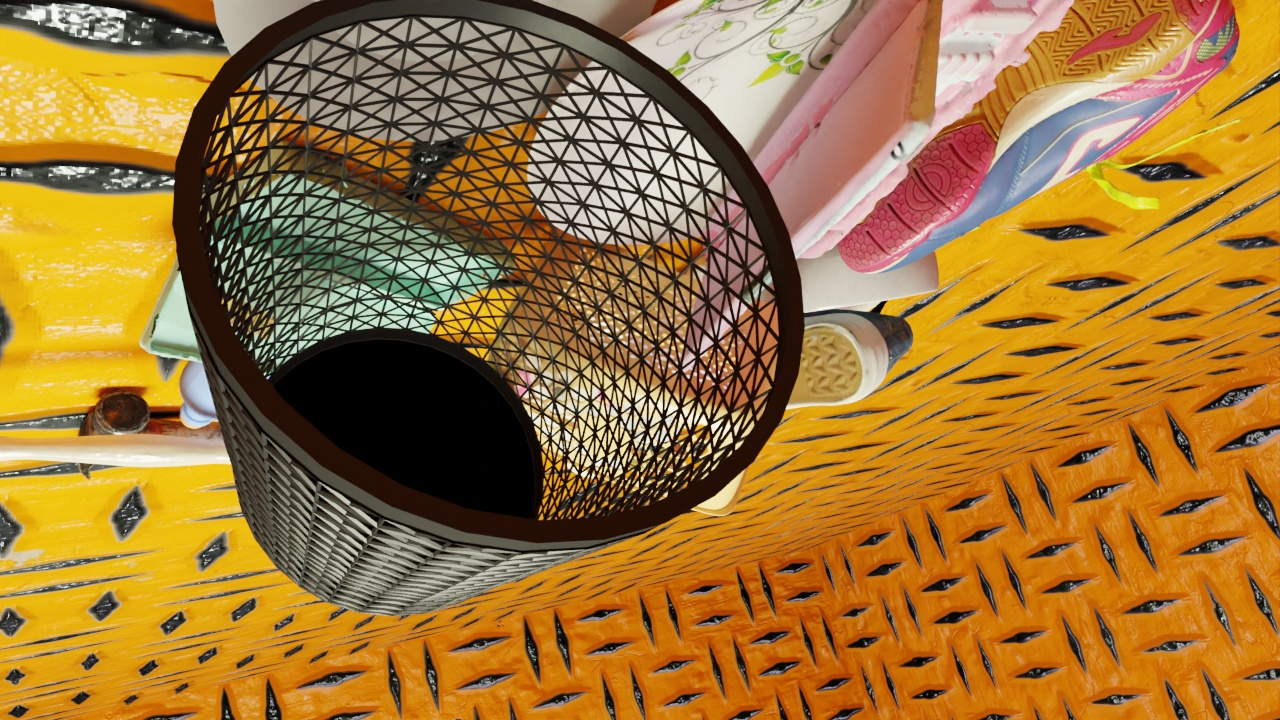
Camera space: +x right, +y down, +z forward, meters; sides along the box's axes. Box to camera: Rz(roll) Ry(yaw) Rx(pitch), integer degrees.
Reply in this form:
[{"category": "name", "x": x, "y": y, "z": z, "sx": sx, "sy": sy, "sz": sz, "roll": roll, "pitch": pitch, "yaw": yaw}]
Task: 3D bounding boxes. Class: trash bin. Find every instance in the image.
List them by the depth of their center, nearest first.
[{"category": "trash bin", "x": -0.086, "y": 0.008, "z": 0.410, "sx": 0.216, "sy": 0.216, "sz": 0.244, "roll": -6, "pitch": 157, "yaw": -29}]

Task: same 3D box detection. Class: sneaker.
[{"category": "sneaker", "x": 0.229, "y": -0.122, "z": 0.542, "sx": 0.242, "sy": 0.116, "sz": 0.091, "roll": -36, "pitch": 144, "yaw": 30}, {"category": "sneaker", "x": 0.119, "y": -0.002, "z": 0.750, "sx": 0.079, "sy": 0.087, "sz": 0.236, "roll": -18, "pitch": -171, "yaw": -33}]

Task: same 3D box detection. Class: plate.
[{"category": "plate", "x": -0.075, "y": -0.147, "z": 0.362, "sx": 0.172, "sy": 0.019, "sz": 0.173, "roll": -15, "pitch": 161, "yaw": -5}, {"category": "plate", "x": 0.048, "y": -0.134, "z": 0.483, "sx": 0.229, "sy": 0.030, "sz": 0.230, "roll": -17, "pitch": 162, "yaw": -6}]

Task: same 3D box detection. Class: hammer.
[{"category": "hammer", "x": -0.270, "y": 0.063, "z": 0.752, "sx": 0.329, "sy": 0.033, "sz": 0.120, "roll": 4, "pitch": 156, "yaw": -40}]

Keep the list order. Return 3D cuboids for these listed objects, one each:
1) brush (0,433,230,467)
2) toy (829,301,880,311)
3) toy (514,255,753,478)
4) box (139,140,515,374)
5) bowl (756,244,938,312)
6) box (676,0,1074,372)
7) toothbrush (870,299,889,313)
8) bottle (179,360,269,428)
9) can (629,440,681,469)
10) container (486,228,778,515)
[{"category": "brush", "x": -0.294, "y": 0.054, "z": 0.560, "sx": 0.272, "sy": 0.062, "sz": 0.078, "roll": 2, "pitch": 149, "yaw": -23}, {"category": "toy", "x": 0.176, "y": -0.060, "z": 0.773, "sx": 0.087, "sy": 0.050, "sz": 0.113, "roll": -9, "pitch": 161, "yaw": -31}, {"category": "toy", "x": -0.004, "y": 0.004, "z": 0.715, "sx": 0.210, "sy": 0.137, "sz": 0.085, "roll": -26, "pitch": -168, "yaw": 20}, {"category": "box", "x": -0.171, "y": -0.043, "z": 0.526, "sx": 0.138, "sy": 0.056, "sz": 0.187, "roll": -41, "pitch": 154, "yaw": 14}, {"category": "bowl", "x": 0.144, "y": -0.073, "z": 0.663, "sx": 0.132, "sy": 0.064, "sz": 0.132, "roll": -9, "pitch": -177, "yaw": 0}, {"category": "box", "x": 0.093, "y": -0.101, "z": 0.463, "sx": 0.172, "sy": 0.075, "sz": 0.234, "roll": -41, "pitch": 176, "yaw": -33}, {"category": "toothbrush", "x": 0.191, "y": -0.024, "z": 0.789, "sx": 0.187, "sy": 0.014, "sz": 0.017, "roll": -48, "pitch": 168, "yaw": -37}, {"category": "bottle", "x": -0.271, "y": 0.012, "z": 0.597, "sx": 0.048, "sy": 0.048, "sz": 0.131, "roll": 2, "pitch": 154, "yaw": -43}, {"category": "can", "x": 0.011, "y": 0.087, "z": 1.032, "sx": 0.054, "sy": 0.059, "sz": 0.099, "roll": -22, "pitch": 161, "yaw": 13}, {"category": "container", "x": -0.006, "y": 0.020, "z": 0.610, "sx": 0.183, "sy": 0.129, "sz": 0.167, "roll": 22, "pitch": 145, "yaw": 4}]
